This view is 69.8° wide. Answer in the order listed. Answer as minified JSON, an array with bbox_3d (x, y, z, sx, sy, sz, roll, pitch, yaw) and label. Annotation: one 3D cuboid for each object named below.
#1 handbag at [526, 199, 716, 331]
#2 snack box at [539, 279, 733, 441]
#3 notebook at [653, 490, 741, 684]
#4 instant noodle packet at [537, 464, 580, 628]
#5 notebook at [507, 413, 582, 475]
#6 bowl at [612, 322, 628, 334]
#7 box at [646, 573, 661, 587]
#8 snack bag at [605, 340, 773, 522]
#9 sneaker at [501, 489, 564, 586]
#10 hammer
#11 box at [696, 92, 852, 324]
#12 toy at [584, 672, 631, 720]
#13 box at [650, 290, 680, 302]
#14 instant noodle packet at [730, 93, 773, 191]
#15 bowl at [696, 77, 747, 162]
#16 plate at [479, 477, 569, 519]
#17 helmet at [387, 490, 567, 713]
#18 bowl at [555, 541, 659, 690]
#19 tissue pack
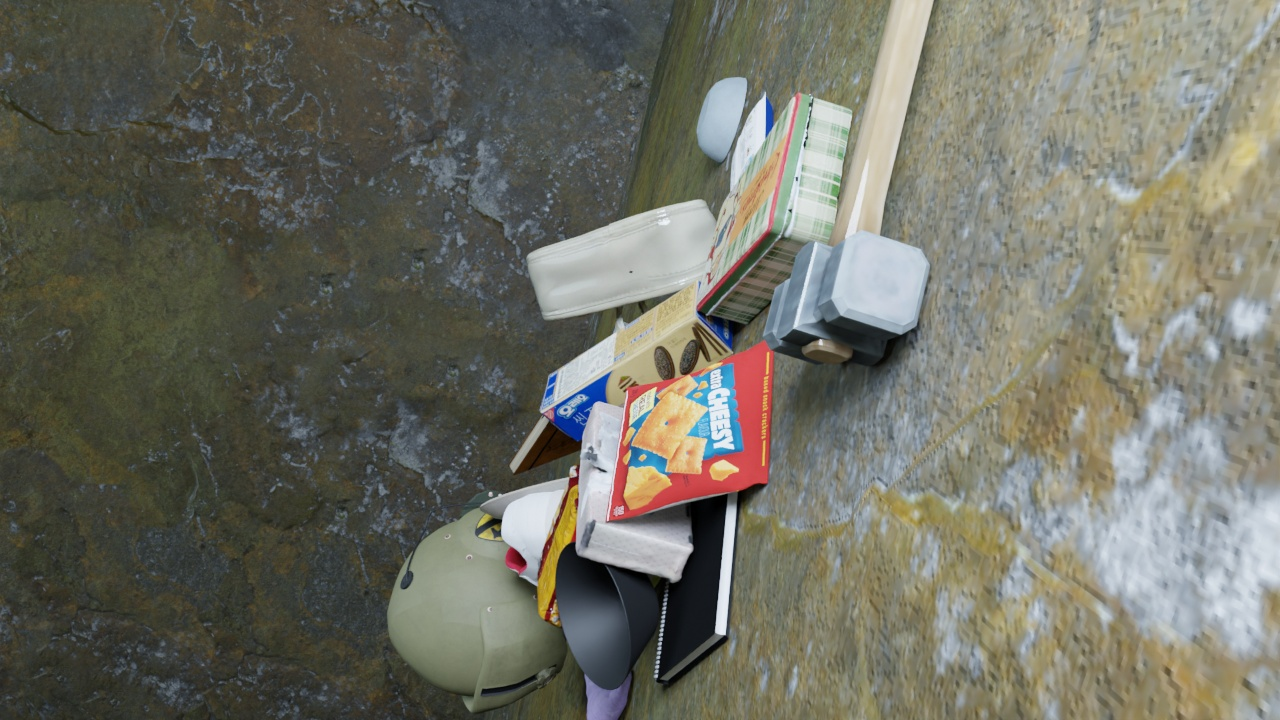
[{"bbox_3d":[-0.012,-0.086,1.009,0.183,0.229,0.132,-34,-69,-71],"label":"handbag"},{"bbox_3d":[-0.005,0.005,0.883,0.207,0.057,0.056,-32,32,31],"label":"snack box"},{"bbox_3d":[0.050,0.142,0.744,0.149,0.016,0.206,117,166,-55],"label":"notebook"},{"bbox_3d":[-0.067,0.172,0.860,0.098,0.039,0.135,-98,26,-72],"label":"instant noodle packet"},{"bbox_3d":[-0.051,0.045,1.056,0.014,0.178,0.250,56,138,19],"label":"notebook"},{"bbox_3d":[-0.015,0.006,1.292,0.116,0.065,0.116,-167,92,-83],"label":"bowl"},{"bbox_3d":[-0.003,0.113,0.941,0.125,0.082,0.220,114,166,-51],"label":"box"},{"bbox_3d":[0.040,0.055,0.707,0.144,0.039,0.130,-20,45,33],"label":"snack bag"},{"bbox_3d":[-0.093,0.224,1.023,0.237,0.104,0.090,70,-157,-51],"label":"sneaker"},{"bbox_3d":[0.141,-0.155,0.515,0.117,0.051,0.322,141,146,-78],"label":"hammer"},{"bbox_3d":[0.100,-0.111,0.726,0.206,0.050,0.117,132,150,-73],"label":"box"},{"bbox_3d":[-0.033,0.327,0.938,0.080,0.036,0.099,-60,19,29],"label":"toy"},{"bbox_3d":[0.004,-0.139,1.187,0.110,0.130,0.103,-104,28,-71],"label":"box"},{"bbox_3d":[0.107,-0.193,0.906,0.087,0.026,0.134,112,169,-46],"label":"instant noodle packet"},{"bbox_3d":[0.097,-0.304,1.146,0.106,0.039,0.106,-167,92,-83],"label":"bowl"},{"bbox_3d":[-0.093,0.164,1.072,0.189,0.188,0.027,125,133,-70],"label":"plate"},{"bbox_3d":[-0.186,0.318,1.166,0.232,0.255,0.251,-80,6,-54],"label":"helmet"},{"bbox_3d":[-0.020,0.209,0.778,0.124,0.052,0.124,21,115,54],"label":"bowl"},{"bbox_3d":[-0.008,0.099,0.790,0.181,0.104,0.071,-87,17,-58],"label":"tissue pack"}]
